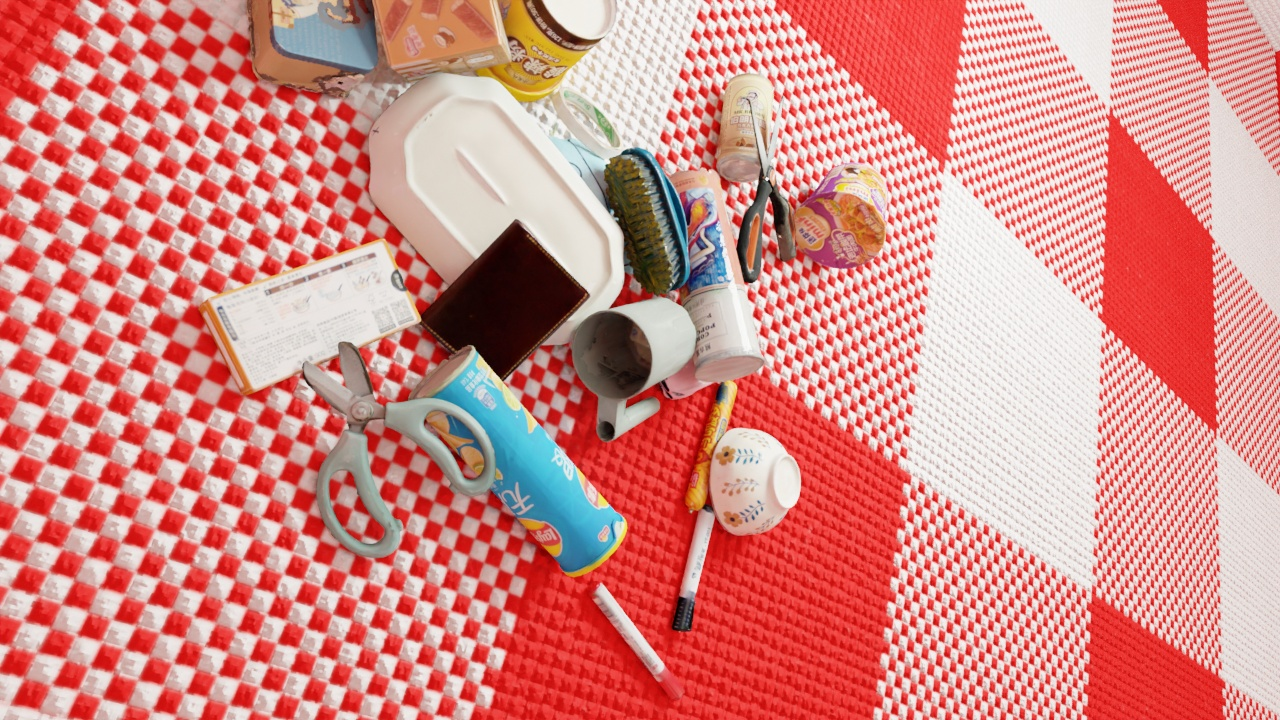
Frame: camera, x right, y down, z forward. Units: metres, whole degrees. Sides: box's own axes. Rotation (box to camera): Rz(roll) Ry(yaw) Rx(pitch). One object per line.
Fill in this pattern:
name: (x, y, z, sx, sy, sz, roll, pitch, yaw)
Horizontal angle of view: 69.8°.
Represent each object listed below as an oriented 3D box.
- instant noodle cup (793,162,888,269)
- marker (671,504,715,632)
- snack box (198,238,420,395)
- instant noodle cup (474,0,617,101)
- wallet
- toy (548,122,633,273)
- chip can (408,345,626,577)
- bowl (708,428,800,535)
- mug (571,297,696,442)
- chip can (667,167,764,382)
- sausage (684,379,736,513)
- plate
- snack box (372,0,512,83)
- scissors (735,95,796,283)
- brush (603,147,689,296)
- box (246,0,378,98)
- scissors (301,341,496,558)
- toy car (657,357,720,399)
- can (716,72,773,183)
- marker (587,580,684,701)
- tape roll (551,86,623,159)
instant noodle cup: (0.254, -0.184, 1.130, 0.111, 0.112, 0.099, 50, 44, -19)
marker: (0.055, 0.207, 0.920, 0.022, 0.018, 0.130, 33, 61, -31)
snack box: (-0.252, -0.037, 0.715, 0.153, 0.026, 0.075, -29, 99, -40)
instant noodle cup: (-0.092, -0.321, 0.861, 0.118, 0.115, 0.118, 11, 73, -39)
wallet: (-0.116, -0.046, 0.791, 0.122, 0.020, 0.096, -44, 116, 2)
toy: (-0.052, -0.154, 0.897, 0.161, 0.050, 0.156, -17, 92, -45)
chip can: (-0.101, 0.088, 0.781, 0.210, 0.071, 0.071, 52, 52, -19)
bowl: (0.127, 0.126, 0.955, 0.113, 0.062, 0.113, 10, 77, -50)
mug: (-0.005, 0.005, 0.871, 0.103, 0.084, 0.124, -25, 124, -60)
chip can: (0.070, -0.089, 0.944, 0.071, 0.071, 0.214, 7, 64, -39)
sausage: (0.075, 0.086, 0.963, 0.021, 0.022, 0.164, 35, 59, -29)
plate: (-0.116, -0.130, 0.810, 0.161, 0.034, 0.266, -46, 111, -15)
snack box: (-0.166, -0.288, 0.773, 0.094, 0.092, 0.077, -12, 100, -1)
scissors: (0.146, -0.183, 1.024, 0.221, 0.022, 0.233, 47, 53, -57)
brush: (0.014, -0.138, 0.893, 0.073, 0.055, 0.144, -35, 110, -48)
box: (-0.269, -0.313, 0.745, 0.089, 0.062, 0.184, -3, 83, -41)
scissors: (-0.183, 0.059, 0.709, 0.172, 0.019, 0.176, -12, 97, -13)
toy car: (0.066, 0.001, 0.967, 0.122, 0.037, 0.056, -24, 94, -40)
can: (0.122, -0.269, 1.064, 0.058, 0.059, 0.116, 21, 66, -35)
marker: (-0.004, 0.263, 0.857, 0.145, 0.017, 0.017, 55, 51, -15)
tape roll: (-0.052, -0.236, 0.912, 0.086, 0.014, 0.085, 38, 27, -24)
